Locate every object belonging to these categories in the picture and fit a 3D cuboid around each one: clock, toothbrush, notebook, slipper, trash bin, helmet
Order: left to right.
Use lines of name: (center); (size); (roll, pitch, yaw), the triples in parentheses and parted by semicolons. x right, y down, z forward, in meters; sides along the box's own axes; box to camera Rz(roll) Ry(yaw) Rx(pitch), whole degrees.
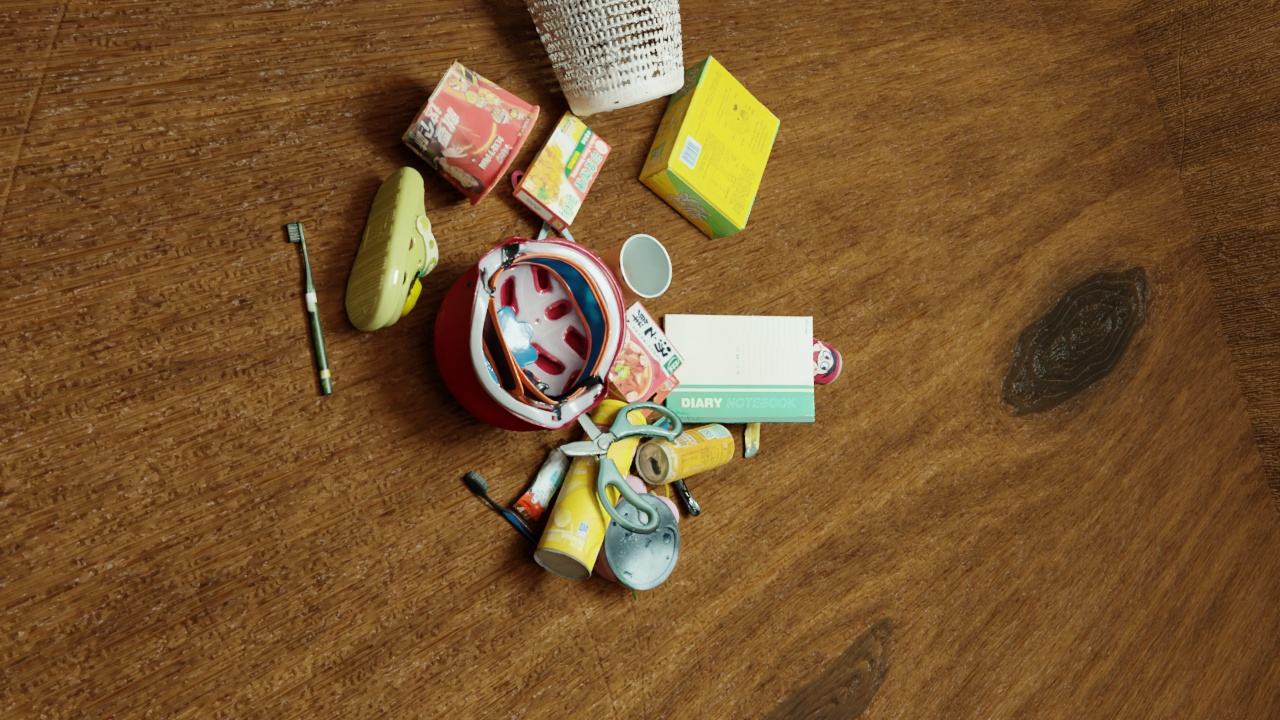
toothbrush: (-0.346, -0.054, 0.958); (0.017, 0.012, 0.186); (-10, 88, -33)
slipper: (-0.256, -0.117, 0.993); (0.081, 0.092, 0.190); (21, 66, -37)
helmet: (-0.135, -0.026, 1.040); (0.239, 0.144, 0.207); (-44, 109, -47)
toothbrush: (-0.139, 0.194, 1.077); (0.189, 0.014, 0.016); (49, 33, -22)
trash bin: (-0.037, -0.421, 1.157); (0.226, 0.228, 0.192); (-30, 113, -38)
clock: (-0.006, 0.209, 1.151); (0.117, 0.060, 0.158); (37, 63, -27)
notebook: (0.136, 0.012, 1.261); (0.209, 0.012, 0.150); (0, 83, -7)

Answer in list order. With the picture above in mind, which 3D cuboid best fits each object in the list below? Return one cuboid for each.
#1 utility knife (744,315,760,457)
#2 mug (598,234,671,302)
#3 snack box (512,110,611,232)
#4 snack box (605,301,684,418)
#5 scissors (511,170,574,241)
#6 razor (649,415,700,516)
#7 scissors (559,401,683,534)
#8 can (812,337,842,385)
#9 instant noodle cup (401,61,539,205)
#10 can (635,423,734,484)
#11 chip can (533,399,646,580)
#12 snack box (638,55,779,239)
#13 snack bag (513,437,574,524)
utility knife: (0.165, 0.038, 1.350); (0.031, 0.022, 0.213); (14, 69, -42)
mug: (-0.030, -0.104, 1.146); (0.078, 0.123, 0.078); (9, 76, -37)
snack box: (-0.097, -0.241, 1.160); (0.077, 0.027, 0.155); (38, 51, -20)
snack box: (-0.007, 0.007, 1.184); (0.127, 0.044, 0.113); (51, 54, -8)
scissors: (-0.109, -0.192, 1.165); (0.133, 0.017, 0.134); (54, 50, -13)
razor: (0.045, 0.146, 1.226); (0.042, 0.022, 0.143); (-35, 103, -48)
scissors: (-0.010, 0.124, 1.077); (0.170, 0.019, 0.179); (-6, 70, -32)
can: (0.252, -0.002, 1.389); (0.093, 0.067, 0.066); (19, 71, -35)
instant noodle cup: (-0.197, -0.261, 1.041); (0.108, 0.138, 0.137); (33, 63, -21)
can: (0.060, 0.120, 1.188); (0.145, 0.058, 0.058); (-8, 87, -51)
chip can: (-0.058, 0.150, 1.094); (0.072, 0.072, 0.212); (41, 52, -26)
snack box: (0.103, -0.304, 1.322); (0.157, 0.070, 0.209); (34, 62, -29)
snack bag: (-0.112, 0.144, 1.098); (0.104, 0.026, 0.048); (-61, 142, -29)
